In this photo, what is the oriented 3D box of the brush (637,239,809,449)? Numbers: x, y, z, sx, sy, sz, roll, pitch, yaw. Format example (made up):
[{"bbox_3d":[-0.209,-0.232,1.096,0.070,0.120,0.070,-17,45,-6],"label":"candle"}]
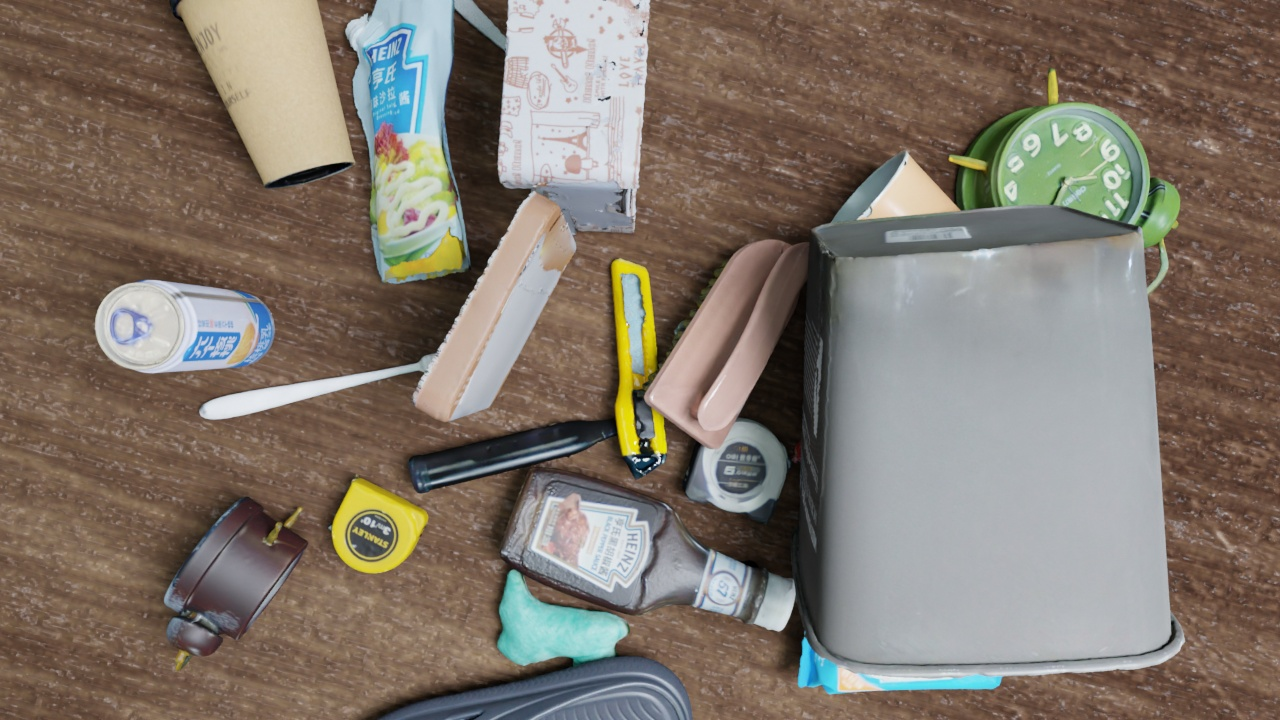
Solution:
[{"bbox_3d":[0.063,-0.017,0.602,0.063,0.073,0.145,37,76,-21],"label":"brush"}]

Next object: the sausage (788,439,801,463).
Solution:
[{"bbox_3d":[0.169,0.029,0.641,0.156,0.020,0.020,-33,91,-1],"label":"sausage"}]

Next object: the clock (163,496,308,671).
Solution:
[{"bbox_3d":[-0.271,0.148,0.604,0.055,0.082,0.122,34,88,-8],"label":"clock"}]

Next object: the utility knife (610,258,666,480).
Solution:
[{"bbox_3d":[-0.004,0.004,0.626,0.033,0.015,0.154,-4,80,-8],"label":"utility knife"}]

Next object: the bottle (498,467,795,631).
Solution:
[{"bbox_3d":[0.007,0.134,0.618,0.195,0.044,0.079,19,76,2],"label":"bottle"}]

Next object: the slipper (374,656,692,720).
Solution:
[{"bbox_3d":[-0.094,0.274,0.597,0.268,0.083,0.111,-20,100,2],"label":"slipper"}]

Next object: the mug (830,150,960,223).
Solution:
[{"bbox_3d":[0.194,-0.070,0.614,0.123,0.078,0.078,40,90,-6],"label":"mug"}]

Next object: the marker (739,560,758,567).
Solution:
[{"bbox_3d":[0.023,0.154,0.643,0.124,0.015,0.018,-5,82,-4],"label":"marker"}]

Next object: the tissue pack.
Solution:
[{"bbox_3d":[0.175,0.175,0.621,0.140,0.063,0.090,0,91,-1],"label":"tissue pack"}]

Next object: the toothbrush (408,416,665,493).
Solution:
[{"bbox_3d":[-0.052,0.056,0.634,0.212,0.026,0.027,-12,99,-5],"label":"toothbrush"}]

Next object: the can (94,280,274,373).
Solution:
[{"bbox_3d":[-0.279,-0.020,0.574,0.053,0.134,0.053,0,91,-2],"label":"can"}]

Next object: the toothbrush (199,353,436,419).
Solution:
[{"bbox_3d":[-0.217,0.018,0.634,0.180,0.016,0.016,-12,89,-1],"label":"toothbrush"}]

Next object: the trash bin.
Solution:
[{"bbox_3d":[0.180,0.033,0.524,0.199,0.198,0.220,-5,105,6],"label":"trash bin"}]

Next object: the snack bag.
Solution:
[{"bbox_3d":[-0.152,-0.149,0.603,0.038,0.110,0.191,-8,93,-41],"label":"snack bag"}]

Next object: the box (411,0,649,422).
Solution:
[{"bbox_3d":[-0.056,-0.091,0.557,0.106,0.178,0.272,17,89,-1],"label":"box"}]

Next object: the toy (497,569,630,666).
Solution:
[{"bbox_3d":[-0.055,0.196,0.635,0.092,0.030,0.096,7,98,1],"label":"toy"}]

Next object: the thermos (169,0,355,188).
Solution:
[{"bbox_3d":[-0.241,-0.190,0.599,0.093,0.093,0.143,-16,98,-1],"label":"thermos"}]

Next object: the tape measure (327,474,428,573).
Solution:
[{"bbox_3d":[-0.181,0.116,0.630,0.060,0.029,0.057,27,89,-1],"label":"tape measure"}]

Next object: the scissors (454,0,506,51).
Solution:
[{"bbox_3d":[-0.141,-0.273,0.634,0.176,0.012,0.162,32,91,-3],"label":"scissors"}]

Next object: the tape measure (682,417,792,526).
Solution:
[{"bbox_3d":[0.068,0.073,0.633,0.066,0.033,0.066,20,93,-3],"label":"tape measure"}]

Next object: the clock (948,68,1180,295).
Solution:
[{"bbox_3d":[0.292,-0.105,0.623,0.116,0.056,0.161,-41,92,1],"label":"clock"}]
